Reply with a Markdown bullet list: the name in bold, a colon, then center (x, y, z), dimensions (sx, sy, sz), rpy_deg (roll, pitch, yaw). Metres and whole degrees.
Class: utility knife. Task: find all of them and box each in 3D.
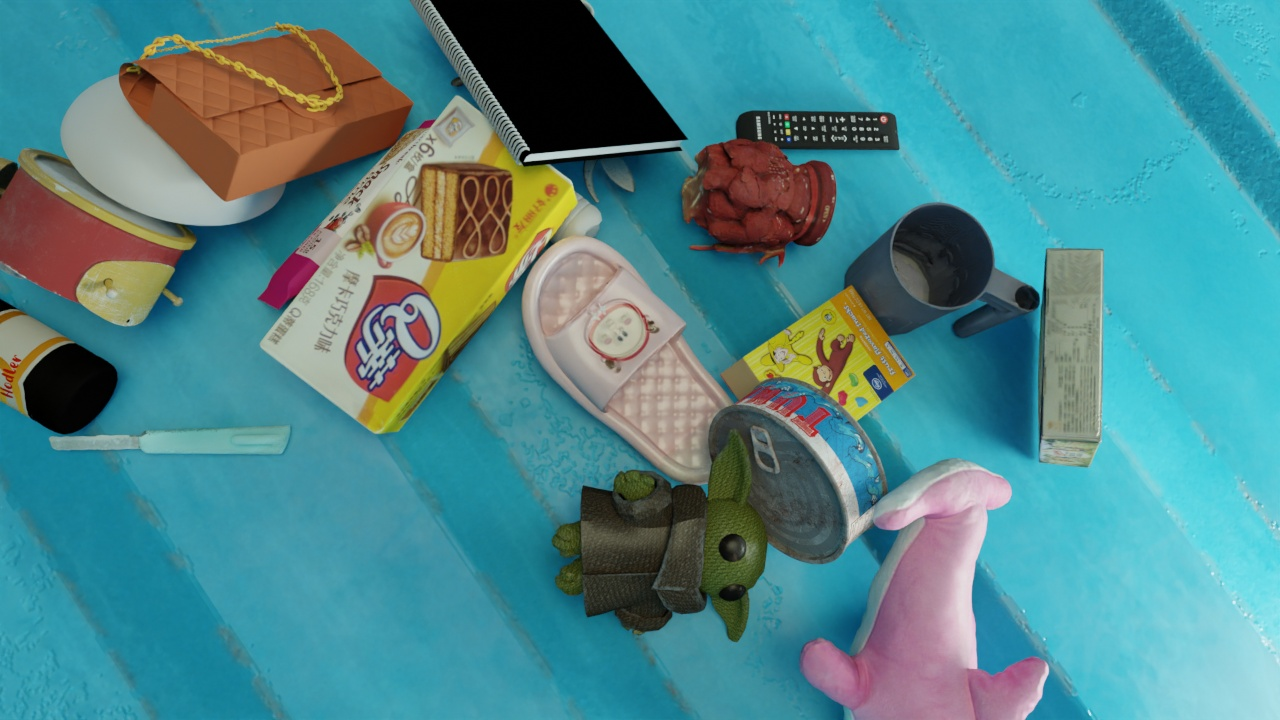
- **utility knife**: center (-0.343, 0.059, 0.671), dimensions (0.165, 0.015, 0.022), rpy_deg (0, 78, -10)

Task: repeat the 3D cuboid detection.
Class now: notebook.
- **notebook**: center (-0.075, -0.229, 0.702), dimensions (0.148, 0.016, 0.206), rpy_deg (-15, 61, -36)

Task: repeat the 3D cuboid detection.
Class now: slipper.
- **slipper**: center (-0.004, 0.004, 0.705), dimensions (0.106, 0.056, 0.221), rpy_deg (-42, 96, -14)

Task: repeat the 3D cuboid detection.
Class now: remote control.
- **remote control**: center (0.156, -0.198, 0.795), dimensions (0.146, 0.015, 0.033), rpy_deg (-2, 79, -9)

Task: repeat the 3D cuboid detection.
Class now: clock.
- **clock**: center (-0.401, -0.089, 0.641), dimensions (0.159, 0.117, 0.081), rpy_deg (34, 93, 7)

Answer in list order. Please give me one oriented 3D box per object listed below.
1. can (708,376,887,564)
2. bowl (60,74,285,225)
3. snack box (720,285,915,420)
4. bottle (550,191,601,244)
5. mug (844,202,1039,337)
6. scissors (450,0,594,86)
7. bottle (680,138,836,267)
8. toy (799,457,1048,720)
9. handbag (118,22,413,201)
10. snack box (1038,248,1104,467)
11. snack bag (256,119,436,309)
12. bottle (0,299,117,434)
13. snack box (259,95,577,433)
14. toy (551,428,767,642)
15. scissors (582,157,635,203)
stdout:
- **can**: center (0.109, 0.079, 0.655), dimensions (0.044, 0.130, 0.130), rpy_deg (-32, 85, -29)
- **bowl**: center (-0.329, -0.165, 0.662), dimensions (0.149, 0.043, 0.149), rpy_deg (21, 42, -20)
- **snack box**: center (0.140, 0.011, 0.723), dimensions (0.125, 0.040, 0.088), rpy_deg (-32, 85, -28)
- **bottle**: center (-0.093, -0.141, 0.732), dimensions (0.136, 0.044, 0.044), rpy_deg (39, 76, 1)
- **mug**: center (0.236, -0.060, 0.734), dimensions (0.124, 0.104, 0.083), rpy_deg (25, 76, -3)
- **scissors**: center (-0.079, -0.246, 0.771), dimensions (0.175, 0.014, 0.141), rpy_deg (44, 74, 0)
- **bottle**: center (0.091, -0.125, 0.738), dimensions (0.111, 0.099, 0.099), rpy_deg (6, 78, -18)
- **toy**: center (0.214, 0.203, 0.644), dimensions (0.186, 0.128, 0.266), rpy_deg (1, 103, -39)
- **handbag**: center (-0.263, -0.194, 0.664), dimensions (0.109, 0.060, 0.171), rpy_deg (43, 38, 4)
- **snack box**: center (0.334, 0.003, 0.717), dimensions (0.043, 0.145, 0.144), rpy_deg (1, 77, 23)
- **snack bag**: center (-0.217, -0.117, 0.701), dimensions (0.196, 0.070, 0.016), rpy_deg (-51, 123, -13)
- **bottle**: center (-0.467, -0.018, 0.645), dimensions (0.181, 0.059, 0.059), rpy_deg (31, 76, -1)
- **snack box**: center (-0.157, -0.066, 0.676), dimensions (0.110, 0.061, 0.230), rpy_deg (38, 88, 0)
- **toy**: center (0.016, 0.138, 0.662), dimensions (0.153, 0.078, 0.179), rpy_deg (-2, 114, 0)
- **scissors**: center (-0.052, -0.206, 0.752), dimensions (0.124, 0.019, 0.154), rpy_deg (16, 73, -11)
